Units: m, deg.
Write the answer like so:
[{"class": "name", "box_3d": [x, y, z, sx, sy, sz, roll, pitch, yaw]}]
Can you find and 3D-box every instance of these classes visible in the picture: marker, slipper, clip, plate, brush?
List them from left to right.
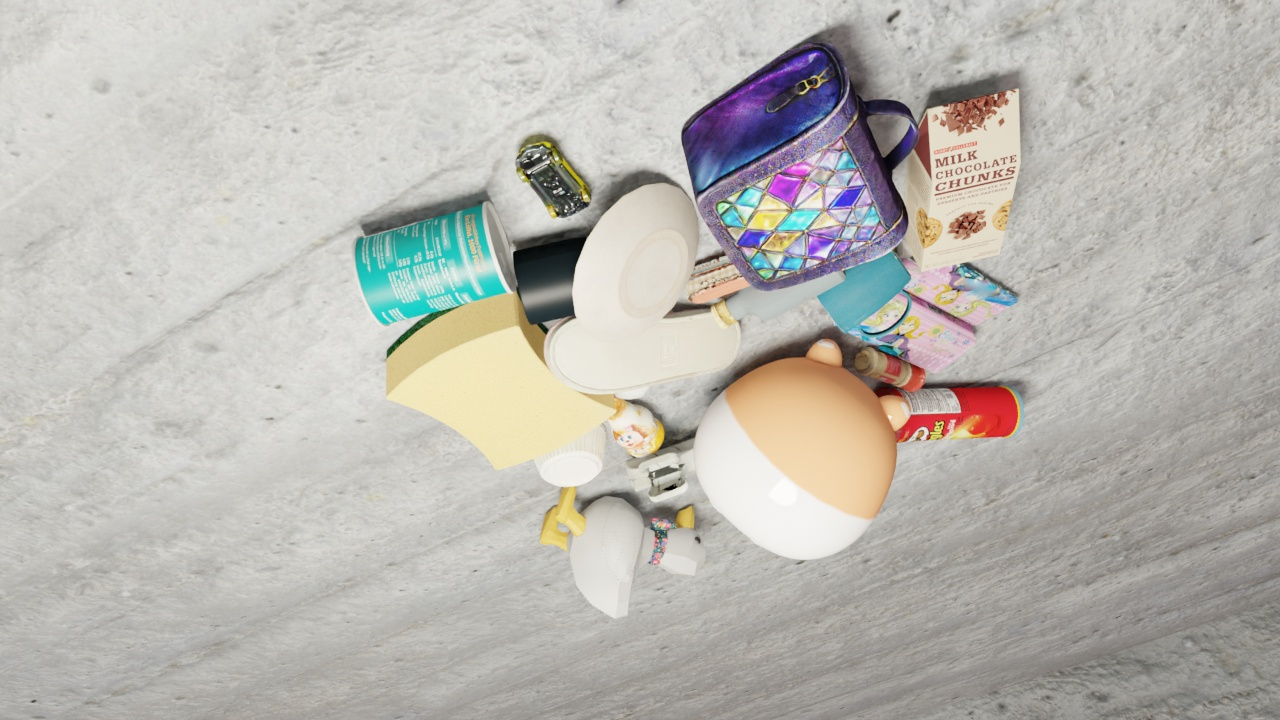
[{"class": "brush", "box_3d": [-0.172, 0.027, 1.158, 0.195, 0.075, 0.250, -27, 139, 18]}, {"class": "slipper", "box_3d": [0.003, -0.021, 1.133, 0.273, 0.054, 0.114, -3, 105, -30]}, {"class": "plate", "box_3d": [0.006, -0.099, 1.006, 0.188, 0.027, 0.189, -29, 136, -33]}, {"class": "clip", "box_3d": [0.041, 0.158, 1.337, 0.125, 0.147, 0.081, -22, 100, 9]}, {"class": "marker", "box_3d": [0.379, -0.144, 1.128, 0.126, 0.025, 0.025, -6, 141, -7]}]

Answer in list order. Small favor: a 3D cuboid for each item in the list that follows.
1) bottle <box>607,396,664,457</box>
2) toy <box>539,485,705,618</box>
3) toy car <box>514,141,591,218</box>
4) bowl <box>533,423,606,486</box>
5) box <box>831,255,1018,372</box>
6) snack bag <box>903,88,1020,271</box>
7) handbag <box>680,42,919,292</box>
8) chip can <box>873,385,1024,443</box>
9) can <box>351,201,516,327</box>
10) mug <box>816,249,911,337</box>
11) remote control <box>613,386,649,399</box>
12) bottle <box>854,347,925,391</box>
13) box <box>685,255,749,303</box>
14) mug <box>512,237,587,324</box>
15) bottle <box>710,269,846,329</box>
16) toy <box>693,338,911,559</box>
[{"class": "bottle", "box_3d": [-0.012, 0.090, 1.286, 0.063, 0.063, 0.108, -25, 139, 16]}, {"class": "toy", "box_3d": [-0.023, 0.298, 1.453, 0.267, 0.246, 0.141, 25, 133, -8]}, {"class": "toy car", "box_3d": [-0.090, -0.188, 0.953, 0.049, 0.030, 0.107, -22, 142, 15]}, {"class": "bowl", "box_3d": [-0.102, 0.135, 1.319, 0.115, 0.062, 0.115, -7, 141, -6]}, {"class": "box", "box_3d": [0.381, -0.068, 1.220, 0.230, 0.035, 0.159, 20, 130, -34]}, {"class": "snack bag", "box_3d": [0.354, -0.203, 1.015, 0.094, 0.069, 0.207, -13, 141, 1]}, {"class": "handbag", "box_3d": [0.172, -0.195, 0.935, 0.222, 0.125, 0.205, -24, 140, 18]}, {"class": "chip can", "box_3d": [0.457, 0.080, 1.375, 0.213, 0.087, 0.087, -1, 140, -14]}, {"class": "can", "box_3d": [-0.216, -0.101, 0.972, 0.144, 0.099, 0.099, -14, 141, 3]}, {"class": "mug", "box_3d": [0.279, -0.084, 1.119, 0.104, 0.084, 0.112, -36, 97, 16]}, {"class": "remote control", "box_3d": [-0.007, 0.007, 1.213, 0.060, 0.028, 0.115, -2, 138, -14]}, {"class": "bottle", "box_3d": [0.354, 0.013, 1.300, 0.109, 0.044, 0.044, 17, 133, -30]}, {"class": "box", "box_3d": [0.137, -0.107, 1.068, 0.187, 0.053, 0.058, -18, 122, 27]}, {"class": "mug", "box_3d": [-0.086, -0.088, 1.046, 0.094, 0.085, 0.122, -12, 169, 0]}, {"class": "bottle", "box_3d": [0.161, -0.089, 1.103, 0.161, 0.072, 0.046, -29, 140, 20]}, {"class": "toy", "box_3d": [0.216, 0.120, 1.234, 0.281, 0.263, 0.265, -52, 171, 17]}]
